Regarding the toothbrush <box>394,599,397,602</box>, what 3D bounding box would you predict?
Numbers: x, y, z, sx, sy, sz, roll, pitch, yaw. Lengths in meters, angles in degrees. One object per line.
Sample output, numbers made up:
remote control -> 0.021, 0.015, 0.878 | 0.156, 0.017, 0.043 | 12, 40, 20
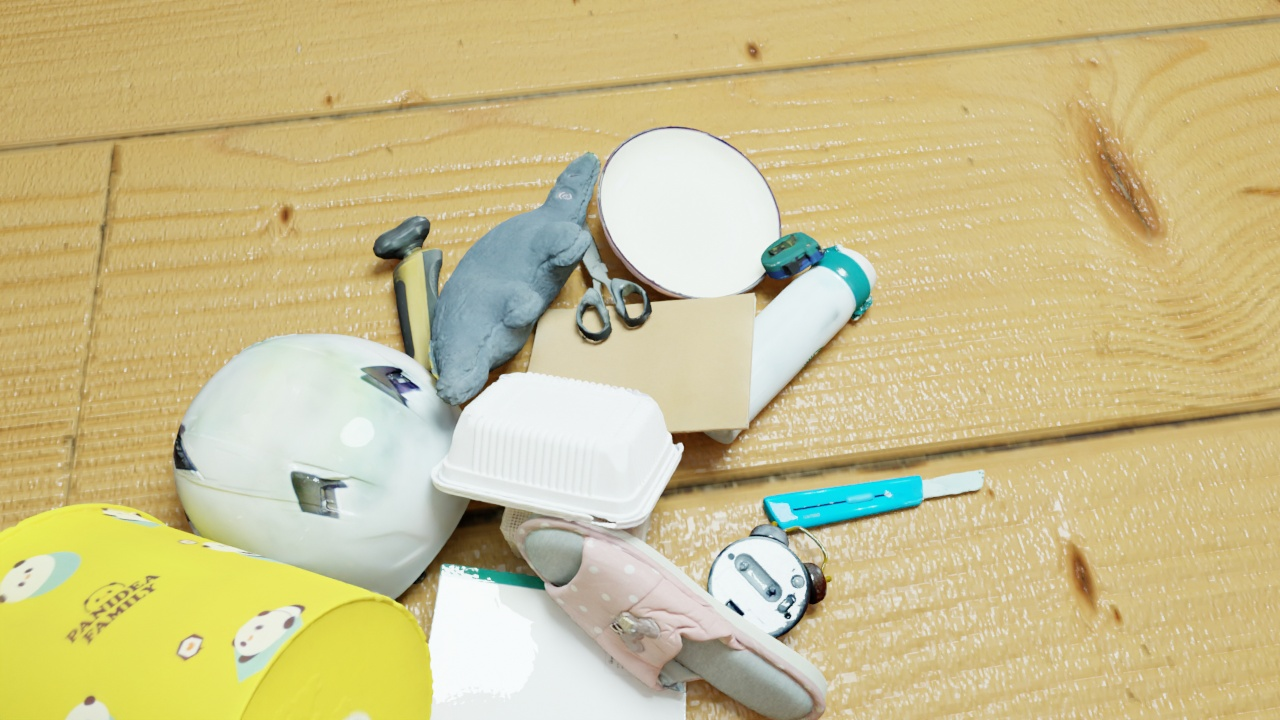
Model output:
toothbrush -> -0.188, 0.275, 0.734 | 0.015, 0.018, 0.181 | -15, 63, -5

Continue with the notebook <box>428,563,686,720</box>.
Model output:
notebook -> -0.063, 0.244, 0.713 | 0.209, 0.012, 0.150 | 12, 57, -14

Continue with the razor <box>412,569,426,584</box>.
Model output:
razor -> -0.252, 0.191, 0.772 | 0.142, 0.022, 0.042 | -9, 65, -5

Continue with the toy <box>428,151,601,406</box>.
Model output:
toy -> -0.121, -0.070, 0.843 | 0.091, 0.138, 0.355 | 41, 45, -18

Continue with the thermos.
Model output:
thermos -> 0.135, -0.019, 0.856 | 0.073, 0.073, 0.223 | 41, 69, 18

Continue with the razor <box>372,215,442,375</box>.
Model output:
razor -> -0.219, -0.059, 0.883 | 0.067, 0.062, 0.167 | 3, 64, -35

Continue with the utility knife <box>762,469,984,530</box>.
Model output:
utility knife -> 0.210, 0.120, 0.812 | 0.202, 0.018, 0.034 | -9, 63, -6

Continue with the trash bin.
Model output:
trash bin -> -0.292, 0.222, 0.598 | 0.256, 0.230, 0.229 | 3, 61, 25

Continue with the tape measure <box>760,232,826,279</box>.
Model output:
tape measure -> 0.142, -0.102, 0.874 | 0.054, 0.025, 0.058 | -32, 25, 0

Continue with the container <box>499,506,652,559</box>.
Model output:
container -> -0.051, 0.128, 0.768 | 0.111, 0.090, 0.090 | 9, 63, 7

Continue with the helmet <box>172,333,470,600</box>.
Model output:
helmet -> -0.268, 0.068, 0.751 | 0.259, 0.146, 0.228 | 21, 58, 11

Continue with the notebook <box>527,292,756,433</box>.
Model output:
notebook -> -0.005, 0.005, 0.824 | 0.212, 0.012, 0.149 | -4, 51, 16

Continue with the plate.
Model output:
plate -> 0.045, -0.140, 0.911 | 0.192, 0.039, 0.192 | 7, 68, -17

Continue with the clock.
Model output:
clock -> 0.104, 0.184, 0.758 | 0.121, 0.055, 0.082 | -38, 69, -19

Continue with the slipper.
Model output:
slipper -> 0.019, 0.206, 0.695 | 0.274, 0.114, 0.054 | 34, 47, -5

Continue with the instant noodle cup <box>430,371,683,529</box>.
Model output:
instant noodle cup -> -0.062, 0.060, 0.714 | 0.173, 0.060, 0.137 | 8, 24, 16

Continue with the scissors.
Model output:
scissors -> -0.034, -0.089, 0.894 | 0.143, 0.014, 0.172 | 6, 53, 23
